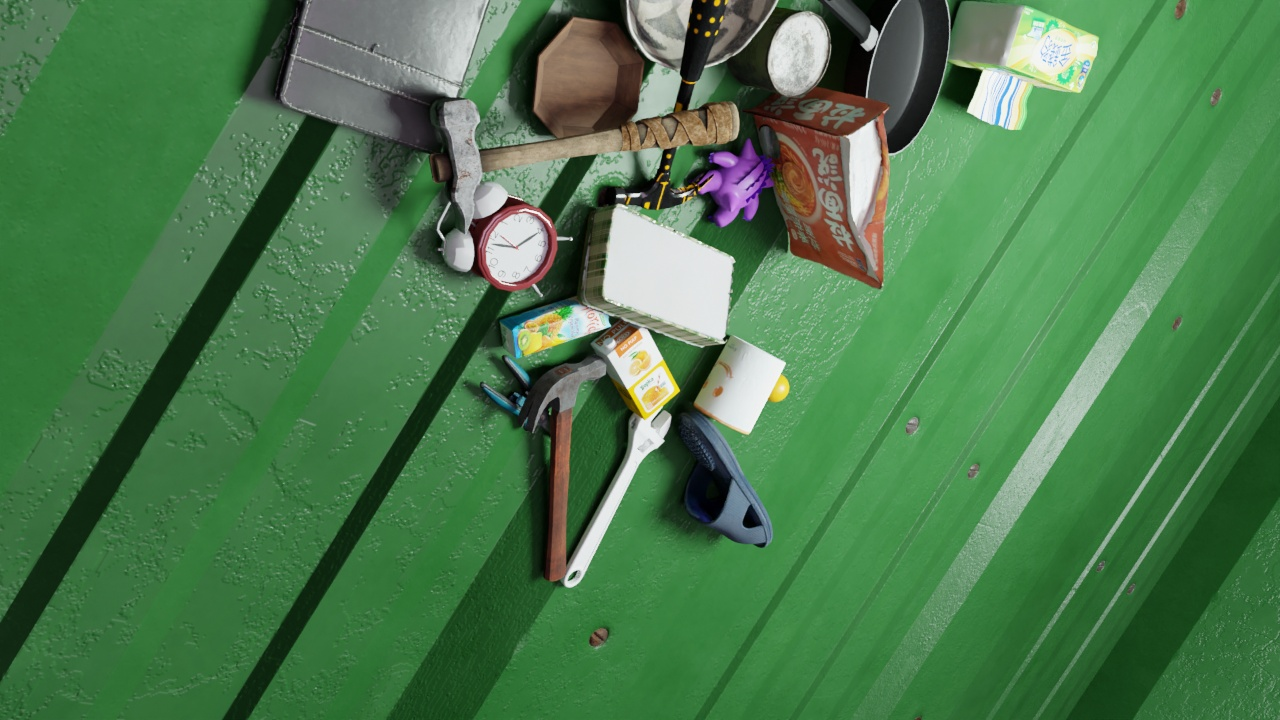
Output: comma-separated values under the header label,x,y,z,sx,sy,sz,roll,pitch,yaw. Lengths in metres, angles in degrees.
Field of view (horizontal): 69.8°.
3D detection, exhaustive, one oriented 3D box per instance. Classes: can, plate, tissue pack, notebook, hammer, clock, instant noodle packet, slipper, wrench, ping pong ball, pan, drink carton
label,x,y,z,sx,sy,sz,roll,pitch,yaw
can,0.153,-0.345,1.021,0.089,0.074,0.090,-17,123,-28
plate,-0.057,-0.282,0.931,0.131,0.025,0.131,-16,121,-29
tissue pack,0.502,-0.387,1.234,0.197,0.120,0.141,3,109,-31
notebook,-0.218,-0.301,0.804,0.169,0.029,0.209,11,102,-41
hammer,-0.099,0.143,1.102,0.110,0.028,0.301,-22,129,-41
clock,-0.143,-0.124,0.933,0.137,0.048,0.096,24,97,-42
instant noodle packet,0.219,-0.199,1.084,0.083,0.164,0.221,-34,129,-20
slipper,0.100,0.179,1.231,0.082,0.101,0.264,-39,126,-15
hammer,-0.047,-0.210,0.893,0.318,0.049,0.122,-14,113,-20
wrench,-0.035,0.175,1.180,0.066,0.018,0.273,16,104,-49
ping pong ball,0.183,0.037,1.258,0.040,0.040,0.040,-16,121,-29
hammer,0.052,-0.288,0.935,0.123,0.036,0.321,-10,139,-26
pan,0.270,-0.363,1.062,0.355,0.044,0.204,8,103,-54
drink carton,-0.092,-0.042,1.018,0.128,0.038,0.044,-20,123,-28
drink carton,-0.007,0.006,1.103,0.058,0.040,0.122,-40,130,-13

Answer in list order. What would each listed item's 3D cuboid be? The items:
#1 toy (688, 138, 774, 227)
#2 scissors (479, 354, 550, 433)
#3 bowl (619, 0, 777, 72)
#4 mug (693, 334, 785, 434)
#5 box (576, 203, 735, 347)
label,x,y,z,sx,sy,sz,roll,pitch,yaw
toy,0.115,-0.206,1.074,0.088,0.056,0.106,-46,127,-9
scissors,-0.134,0.050,1.046,0.144,0.019,0.126,-7,115,-40
bowl,0.051,-0.387,0.914,0.178,0.081,0.179,-18,139,-16
mug,0.128,0.031,1.187,0.082,0.082,0.105,24,96,-41
box,0.023,-0.093,1.047,0.205,0.050,0.117,16,74,-42
